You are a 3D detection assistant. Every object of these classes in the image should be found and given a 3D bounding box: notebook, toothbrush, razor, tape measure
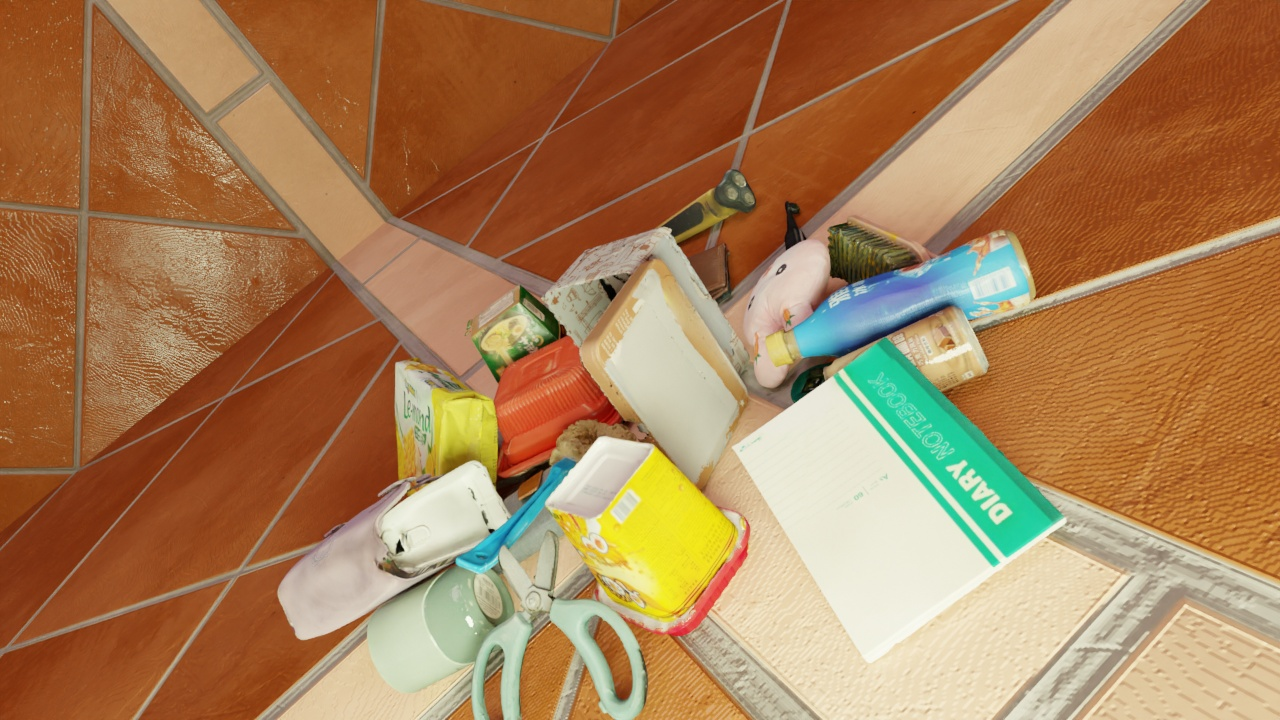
[{"bbox_3d":[0.165,0.084,0.638,0.150,0.012,0.209,-38,39,7],"label":"notebook"},{"bbox_3d":[0.178,-0.137,1.049,0.027,0.026,0.212,4,32,3],"label":"toothbrush"},{"bbox_3d":[0.075,-0.195,1.245,0.168,0.062,0.067,-28,-3,29],"label":"razor"},{"bbox_3d":[0.158,0.023,0.801,0.058,0.025,0.054,-16,31,38],"label":"tape measure"}]

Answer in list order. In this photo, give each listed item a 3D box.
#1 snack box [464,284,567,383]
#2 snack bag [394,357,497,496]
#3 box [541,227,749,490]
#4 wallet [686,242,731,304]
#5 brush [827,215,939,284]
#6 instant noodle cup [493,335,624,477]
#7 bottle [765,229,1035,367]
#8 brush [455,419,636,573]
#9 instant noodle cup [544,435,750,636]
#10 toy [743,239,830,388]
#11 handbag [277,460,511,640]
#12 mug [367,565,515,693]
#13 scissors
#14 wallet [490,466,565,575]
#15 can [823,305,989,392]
[{"bbox_3d":[-0.153,-0.029,1.182,0.117,0.105,0.118,-35,23,7],"label":"snack box"},{"bbox_3d":[-0.224,0.093,1.041,0.068,0.158,0.247,-3,12,-28],"label":"snack bag"},{"bbox_3d":[-0.008,0.002,0.870,0.158,0.181,0.197,-9,36,42],"label":"box"},{"bbox_3d":[0.063,-0.093,1.115,0.101,0.032,0.124,-24,29,18],"label":"wallet"},{"bbox_3d":[0.236,-0.093,0.864,0.073,0.063,0.145,-11,22,-15],"label":"brush"},{"bbox_3d":[-0.095,0.037,1.039,0.165,0.079,0.188,-26,22,13],"label":"instant noodle cup"},{"bbox_3d":[0.212,-0.042,0.772,0.219,0.065,0.065,-20,29,19],"label":"bottle"},{"bbox_3d":[-0.081,0.118,0.825,0.083,0.046,0.253,18,30,20],"label":"brush"},{"bbox_3d":[0.001,0.129,0.707,0.116,0.123,0.115,3,47,54],"label":"instant noodle cup"},{"bbox_3d":[0.143,-0.049,0.893,0.122,0.054,0.159,-51,20,37],"label":"toy"},{"bbox_3d":[-0.238,0.180,0.870,0.198,0.098,0.144,-33,-3,37],"label":"handbag"},{"bbox_3d":[-0.168,0.229,0.815,0.106,0.082,0.111,-31,2,14],"label":"mug"},{"bbox_3d":[-0.060,0.219,0.684,0.181,0.019,0.170,10,85,34],"label":"scissors"},{"bbox_3d":[-0.101,0.145,0.912,0.130,0.037,0.106,-34,26,6],"label":"wallet"},{"bbox_3d":[0.209,0.006,0.726,0.116,0.058,0.058,-27,27,20],"label":"can"}]
